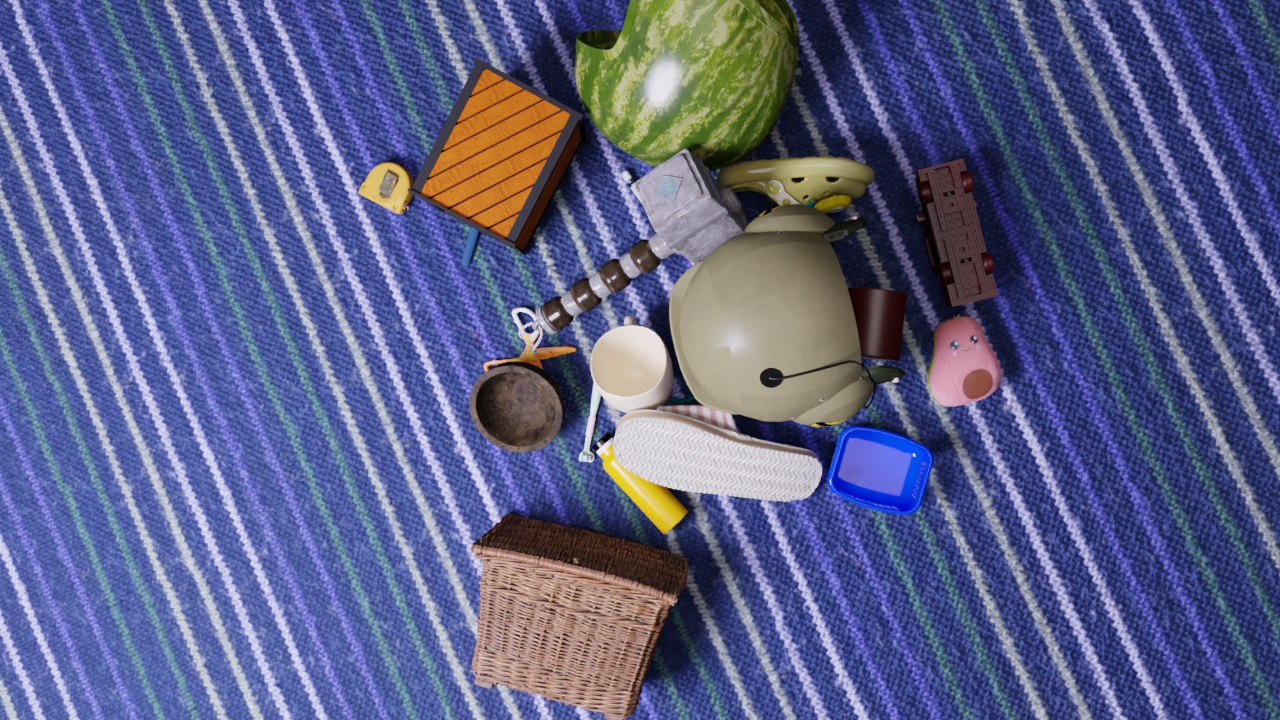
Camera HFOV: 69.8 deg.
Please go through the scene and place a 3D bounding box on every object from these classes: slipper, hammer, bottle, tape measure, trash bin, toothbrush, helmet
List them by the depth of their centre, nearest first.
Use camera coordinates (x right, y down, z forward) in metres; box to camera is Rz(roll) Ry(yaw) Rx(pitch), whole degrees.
[{"bbox_3d":[0.152,-0.041,1.037,0.233,0.255,0.250,-14,88,2],"label":"helmet"},{"bbox_3d":[0.055,-0.339,1.074,0.243,0.212,0.248,44,122,-9],"label":"helmet"},{"bbox_3d":[-0.023,-0.108,1.109,0.327,0.176,0.079,-31,62,17],"label":"hammer"},{"bbox_3d":[-0.170,-0.243,1.128,0.139,0.139,0.172,28,92,-3],"label":"trash bin"},{"bbox_3d":[0.190,-0.209,1.129,0.191,0.091,0.081,1,92,9],"label":"slipper"},{"bbox_3d":[0.096,0.111,1.139,0.263,0.052,0.115,13,123,-7],"label":"slipper"},{"bbox_3d":[-0.004,0.154,1.171,0.043,0.043,0.143,-43,86,4],"label":"bottle"},{"bbox_3d":[0.031,-0.167,1.182,0.017,0.012,0.187,-36,86,8],"label":"toothbrush"},{"bbox_3d":[-0.058,0.056,1.190,0.022,0.015,0.155,9,92,-29],"label":"toothbrush"},{"bbox_3d":[-0.208,-0.205,1.206,0.014,0.014,0.167,17,91,-2],"label":"toothbrush"},{"bbox_3d":[-0.329,-0.230,1.211,0.068,0.030,0.059,28,95,5],"label":"tape measure"}]

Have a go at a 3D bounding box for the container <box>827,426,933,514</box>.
[{"bbox_3d":[0.292,0.133,1.132,0.114,0.058,0.096,16,92,6],"label":"container"}]

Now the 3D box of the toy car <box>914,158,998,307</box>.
[{"bbox_3d":[0.382,-0.153,1.120,0.070,0.062,0.170,-14,89,5],"label":"toy car"}]

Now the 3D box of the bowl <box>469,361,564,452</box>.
[{"bbox_3d":[-0.152,0.051,1.174,0.121,0.056,0.121,4,113,9],"label":"bowl"}]

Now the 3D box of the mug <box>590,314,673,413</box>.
[{"bbox_3d":[-0.007,0.007,1.144,0.096,0.100,0.120,-5,69,8],"label":"mug"}]

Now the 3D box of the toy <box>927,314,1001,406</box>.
[{"bbox_3d":[0.392,-0.001,1.125,0.090,0.051,0.110,-14,88,4],"label":"toy"}]

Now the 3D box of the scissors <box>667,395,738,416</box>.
[{"bbox_3d":[0.066,0.059,1.177,0.133,0.019,0.146,28,94,7],"label":"scissors"}]

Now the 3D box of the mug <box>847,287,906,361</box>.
[{"bbox_3d":[0.271,-0.046,1.133,0.106,0.073,0.082,7,91,31],"label":"mug"}]

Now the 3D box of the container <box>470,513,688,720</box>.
[{"bbox_3d":[-0.082,0.316,1.125,0.250,0.162,0.183,12,95,7],"label":"container"}]

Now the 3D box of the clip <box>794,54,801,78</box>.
[{"bbox_3d":[0.165,-0.367,1.163,0.076,0.023,0.044,-10,87,4],"label":"clip"}]

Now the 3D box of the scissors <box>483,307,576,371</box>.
[{"bbox_3d":[-0.146,-0.012,1.201,0.125,0.011,0.131,-8,92,5],"label":"scissors"}]
